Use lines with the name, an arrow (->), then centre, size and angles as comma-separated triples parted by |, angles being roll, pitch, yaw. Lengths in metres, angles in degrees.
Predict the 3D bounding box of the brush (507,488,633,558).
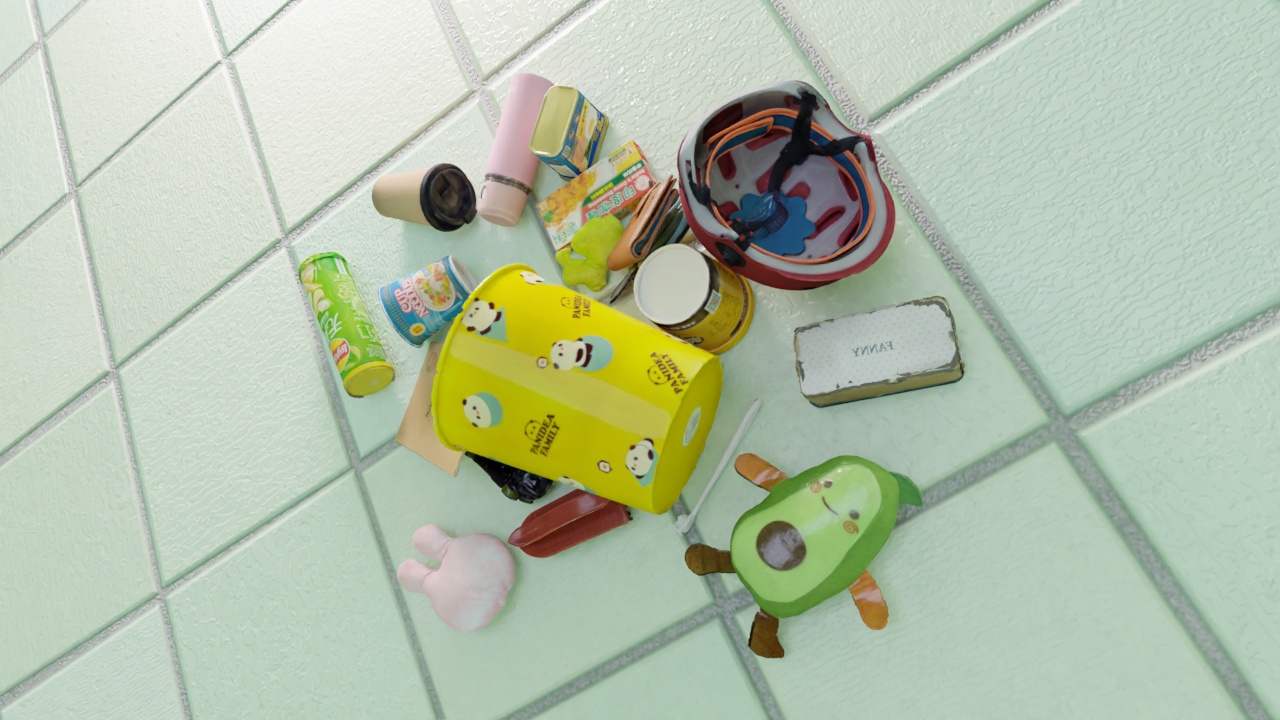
brush -> -0.086, 0.188, 1.082 | 0.146, 0.069, 0.063 | -27, 67, 17

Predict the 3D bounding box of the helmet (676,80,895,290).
helmet -> 0.153, -0.170, 1.010 | 0.206, 0.144, 0.240 | -38, 81, -13

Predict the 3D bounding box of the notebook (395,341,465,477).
notebook -> -0.252, 0.056, 1.172 | 0.208, 0.008, 0.147 | 14, 83, 55

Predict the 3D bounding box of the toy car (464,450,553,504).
toy car -> -0.170, 0.115, 1.154 | 0.158, 0.042, 0.070 | 38, 96, 28

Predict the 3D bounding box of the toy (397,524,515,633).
toy -> -0.228, 0.265, 1.140 | 0.160, 0.054, 0.121 | 20, 80, 27

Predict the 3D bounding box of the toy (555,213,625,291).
toy -> -0.056, -0.137, 1.154 | 0.096, 0.031, 0.100 | 11, 101, -5

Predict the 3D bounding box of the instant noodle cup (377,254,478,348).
instant noodle cup -> -0.278, -0.086, 1.229 | 0.110, 0.099, 0.099 | -31, 67, 8

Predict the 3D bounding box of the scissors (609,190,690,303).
scissors -> 0.011, -0.140, 1.126 | 0.180, 0.019, 0.143 | -46, 23, 35

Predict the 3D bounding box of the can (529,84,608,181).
can -> -0.093, -0.294, 1.190 | 0.057, 0.083, 0.102 | 14, 84, 27

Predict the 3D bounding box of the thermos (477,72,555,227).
thermos -> -0.171, -0.281, 1.240 | 0.087, 0.067, 0.198 | 7, 82, 58

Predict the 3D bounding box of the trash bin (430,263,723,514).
trash bin -> -0.060, 0.038, 1.019 | 0.255, 0.229, 0.229 | 20, 87, 19

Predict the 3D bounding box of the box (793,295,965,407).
box -> 0.245, -0.006, 0.978 | 0.185, 0.061, 0.089 | -11, 73, 25

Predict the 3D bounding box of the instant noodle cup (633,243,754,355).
instant noodle cup -> 0.058, -0.073, 1.050 | 0.119, 0.114, 0.118 | -6, 76, 23

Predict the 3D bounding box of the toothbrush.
toothbrush -> 0.088, 0.120, 1.046 | 0.016, 0.016, 0.180 | 33, 94, 33

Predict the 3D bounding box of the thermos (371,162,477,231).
thermos -> -0.303, -0.227, 1.276 | 0.143, 0.093, 0.093 | 7, 81, 35

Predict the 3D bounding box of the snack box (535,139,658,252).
snack box -> -0.055, -0.209, 1.184 | 0.156, 0.027, 0.077 | -31, 68, 16

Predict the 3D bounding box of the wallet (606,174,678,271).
wallet -> 0.007, -0.163, 1.080 | 0.035, 0.131, 0.119 | 26, 84, -11

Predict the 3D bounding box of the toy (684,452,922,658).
toy -> 0.169, 0.188, 0.951 | 0.247, 0.090, 0.227 | -45, 70, 13

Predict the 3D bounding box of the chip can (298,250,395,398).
chip can -> -0.417, -0.056, 1.294 | 0.073, 0.072, 0.221 | -36, 65, 14
